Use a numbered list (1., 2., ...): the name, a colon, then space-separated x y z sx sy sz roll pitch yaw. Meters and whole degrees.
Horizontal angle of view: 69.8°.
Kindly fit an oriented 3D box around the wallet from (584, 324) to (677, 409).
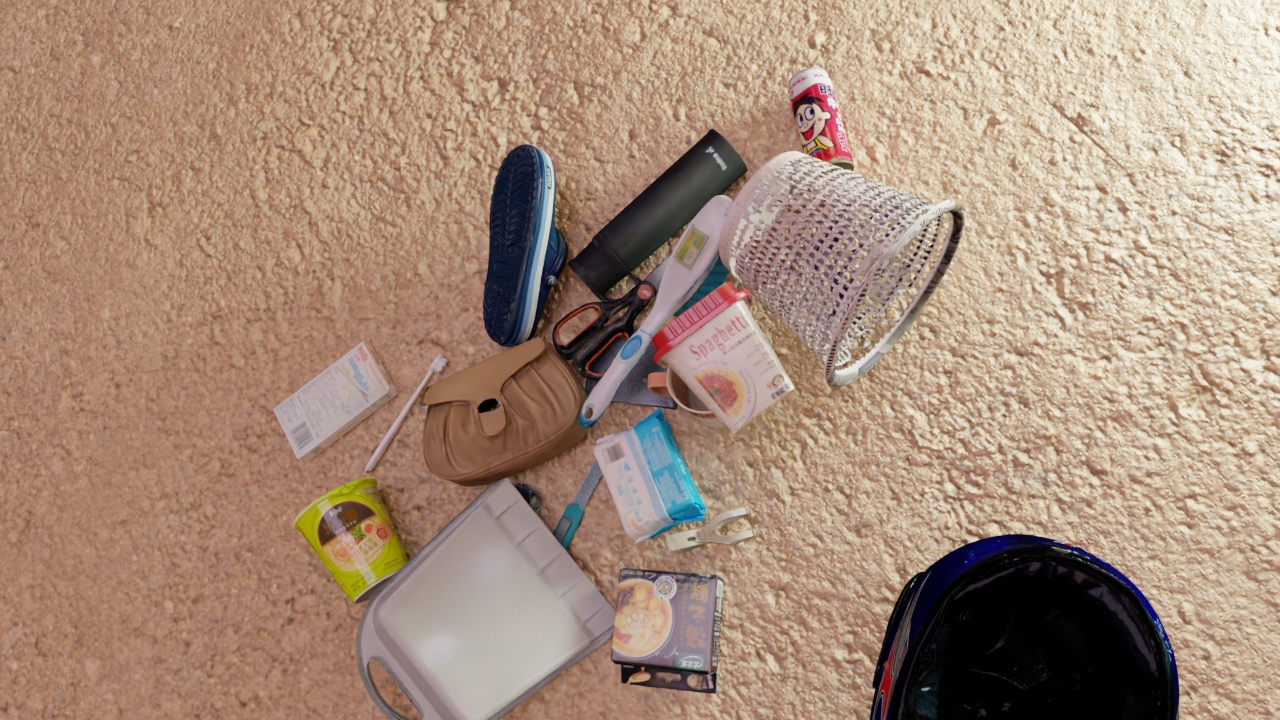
1. wallet: -0.007 0.007 1.118 0.121 0.019 0.097 5 78 20

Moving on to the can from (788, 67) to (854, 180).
1. can: 0.217 -0.284 1.108 0.053 0.053 0.132 -14 73 12

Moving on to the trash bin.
1. trash bin: 0.200 -0.116 0.984 0.192 0.227 0.227 39 89 25

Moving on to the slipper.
1. slipper: -0.133 -0.139 1.148 0.105 0.095 0.253 12 96 47

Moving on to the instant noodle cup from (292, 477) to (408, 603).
1. instant noodle cup: -0.342 0.223 1.116 0.112 0.111 0.123 -36 77 4

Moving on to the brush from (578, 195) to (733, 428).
1. brush: 0.028 -0.056 1.064 0.060 0.109 0.315 35 105 19

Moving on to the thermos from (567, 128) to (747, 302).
1. thermos: 0.026 -0.171 1.135 0.242 0.068 0.090 -42 101 4

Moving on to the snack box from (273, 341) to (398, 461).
1. snack box: -0.404 0.054 1.213 0.157 0.027 0.084 -36 69 5

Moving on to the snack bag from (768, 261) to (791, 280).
1. snack bag: 0.152 -0.146 1.106 0.045 0.026 0.105 -12 75 1

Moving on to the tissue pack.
1. tissue pack: 0.011 0.134 1.055 0.090 0.063 0.140 -27 69 9

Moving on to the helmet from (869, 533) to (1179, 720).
1. helmet: 0.328 0.316 0.818 0.247 0.240 0.314 23 72 20

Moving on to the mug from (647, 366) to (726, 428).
1. mug: 0.068 0.030 1.042 0.115 0.106 0.081 -1 76 16

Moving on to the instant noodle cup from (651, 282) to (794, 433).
1. instant noodle cup: 0.089 0.002 0.933 0.116 0.116 0.124 -36 82 4

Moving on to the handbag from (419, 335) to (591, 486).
1. handbag: -0.169 0.062 1.105 0.204 0.100 0.147 -24 67 5

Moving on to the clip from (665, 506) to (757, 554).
1. clip: 0.079 0.196 1.033 0.100 0.074 0.034 -19 73 6

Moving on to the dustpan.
1. dustpan: -0.200 0.310 1.068 0.257 0.143 0.222 -38 86 -25

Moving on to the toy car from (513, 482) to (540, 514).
1. toy car: -0.149 0.200 1.101 0.049 0.031 0.105 8 80 17

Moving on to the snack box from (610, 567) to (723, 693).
1. snack box: 0.031 0.299 1.018 0.113 0.053 0.125 0 71 16

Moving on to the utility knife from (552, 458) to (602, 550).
1. utility knife: -0.094 0.207 1.093 0.029 0.013 0.219 26 84 20

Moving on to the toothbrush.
1. toothbrush: -0.303 0.071 1.187 0.016 0.016 0.180 32 86 15

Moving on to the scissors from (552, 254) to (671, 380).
1. scissors: -0.016 -0.084 1.110 0.139 0.022 0.235 25 84 3
